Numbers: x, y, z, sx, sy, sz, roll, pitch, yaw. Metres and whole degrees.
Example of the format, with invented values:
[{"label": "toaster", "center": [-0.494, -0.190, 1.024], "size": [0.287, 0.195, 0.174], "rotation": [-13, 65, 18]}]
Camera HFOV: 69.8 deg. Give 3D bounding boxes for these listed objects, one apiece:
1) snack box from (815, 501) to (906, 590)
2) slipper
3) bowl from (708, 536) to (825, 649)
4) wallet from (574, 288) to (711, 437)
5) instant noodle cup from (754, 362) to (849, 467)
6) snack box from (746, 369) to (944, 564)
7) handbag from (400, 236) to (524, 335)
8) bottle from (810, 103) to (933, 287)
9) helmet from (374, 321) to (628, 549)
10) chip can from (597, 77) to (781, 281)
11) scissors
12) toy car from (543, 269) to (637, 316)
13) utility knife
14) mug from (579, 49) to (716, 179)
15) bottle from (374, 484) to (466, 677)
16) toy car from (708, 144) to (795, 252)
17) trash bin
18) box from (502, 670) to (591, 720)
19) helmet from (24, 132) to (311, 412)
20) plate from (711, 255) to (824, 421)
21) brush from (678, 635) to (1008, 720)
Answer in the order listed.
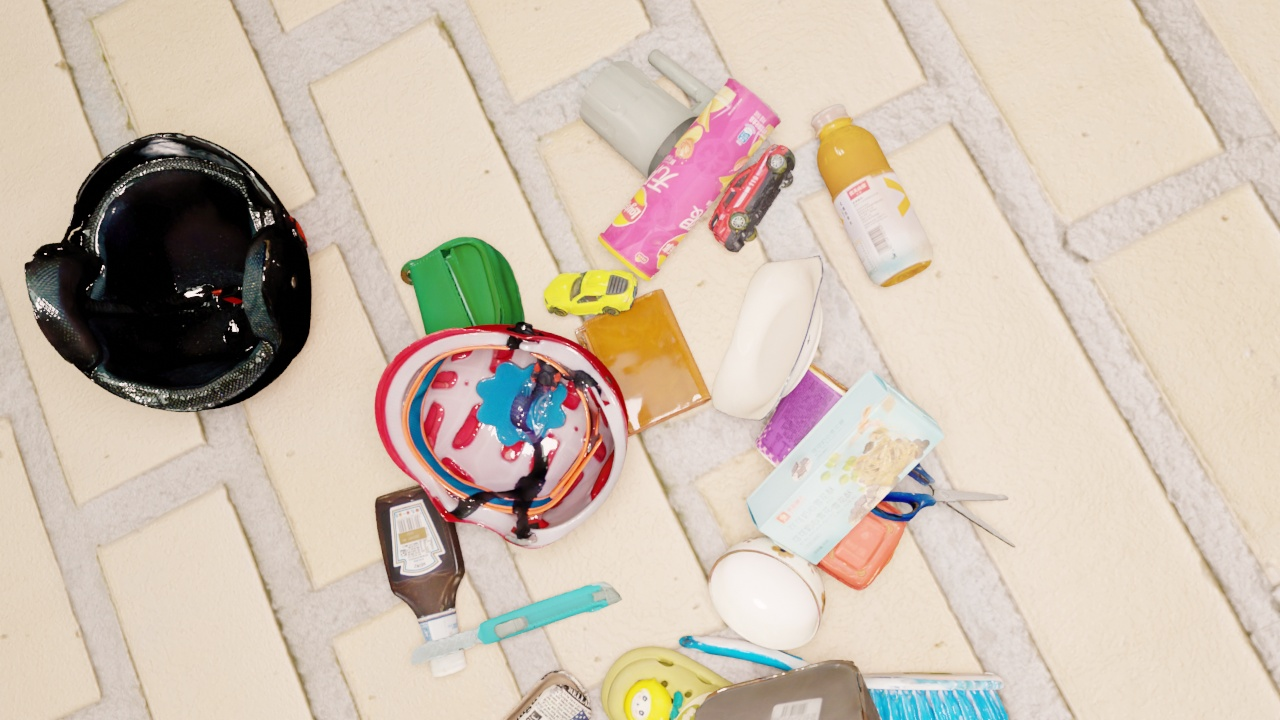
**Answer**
[{"label": "snack box", "center": [0.207, 0.170, 0.883], "size": [0.082, 0.080, 0.091], "rotation": [32, 89, 12]}, {"label": "slipper", "center": [0.053, 0.344, 0.887], "size": [0.190, 0.081, 0.091], "rotation": [21, 84, 8]}, {"label": "bowl", "center": [0.130, 0.216, 0.889], "size": [0.113, 0.062, 0.114], "rotation": [15, 121, 26]}, {"label": "wallet", "center": [-0.006, 0.006, 0.958], "size": [0.119, 0.035, 0.130], "rotation": [-25, 77, 7]}, {"label": "instant noodle cup", "center": [0.172, 0.068, 0.892], "size": [0.111, 0.111, 0.099], "rotation": [35, 99, 11]}, {"label": "snack box", "center": [0.181, 0.098, 0.823], "size": [0.074, 0.051, 0.175], "rotation": [33, 107, -23]}, {"label": "handbag", "center": [-0.193, -0.062, 0.983], "size": [0.120, 0.068, 0.131], "rotation": [-16, 82, 14]}, {"label": "bottle", "center": [0.228, -0.169, 0.928], "size": [0.068, 0.068, 0.189], "rotation": [-24, 80, 5]}, {"label": "helmet", "center": [-0.125, 0.056, 0.908], "size": [0.240, 0.143, 0.207], "rotation": [25, 105, 2]}, {"label": "chip can", "center": [0.048, -0.183, 0.937], "size": [0.071, 0.071, 0.211], "rotation": [42, 100, 11]}, {"label": "scissors", "center": [0.277, 0.125, 0.877], "size": [0.162, 0.175, 0.012], "rotation": [54, 137, 39]}, {"label": "toy car", "center": [-0.055, -0.074, 0.963], "size": [0.105, 0.032, 0.048], "rotation": [-1, 58, 21]}, {"label": "utility knife", "center": [-0.127, 0.269, 0.934], "size": [0.221, 0.013, 0.029], "rotation": [-18, 84, -6]}, {"label": "mug", "center": [0.013, -0.266, 0.971], "size": [0.103, 0.084, 0.123], "rotation": [42, 72, 12]}, {"label": "bottle", "center": [-0.222, 0.229, 0.960], "size": [0.080, 0.044, 0.194], "rotation": [-17, 82, 6]}, {"label": "toy car", "center": [0.116, -0.171, 0.952], "size": [0.045, 0.053, 0.120], "rotation": [37, 92, 20]}, {"label": "trash bin", "center": [0.151, 0.398, 0.776], "size": [0.199, 0.198, 0.220], "rotation": [-18, 97, 11]}, {"label": "box", "center": [-0.115, 0.387, 0.906], "size": [0.163, 0.081, 0.075], "rotation": [-45, 85, -2]}, {"label": "helmet", "center": [-0.457, -0.081, 0.939], "size": [0.233, 0.230, 0.274], "rotation": [-6, 83, -7]}, {"label": "plate", "center": [0.131, -0.018, 0.889], "size": [0.034, 0.164, 0.163], "rotation": [20, 87, -17]}, {"label": "brush", "center": [0.194, 0.321, 0.885], "size": [0.315, 0.060, 0.109], "rotation": [-3, 77, 10]}]
